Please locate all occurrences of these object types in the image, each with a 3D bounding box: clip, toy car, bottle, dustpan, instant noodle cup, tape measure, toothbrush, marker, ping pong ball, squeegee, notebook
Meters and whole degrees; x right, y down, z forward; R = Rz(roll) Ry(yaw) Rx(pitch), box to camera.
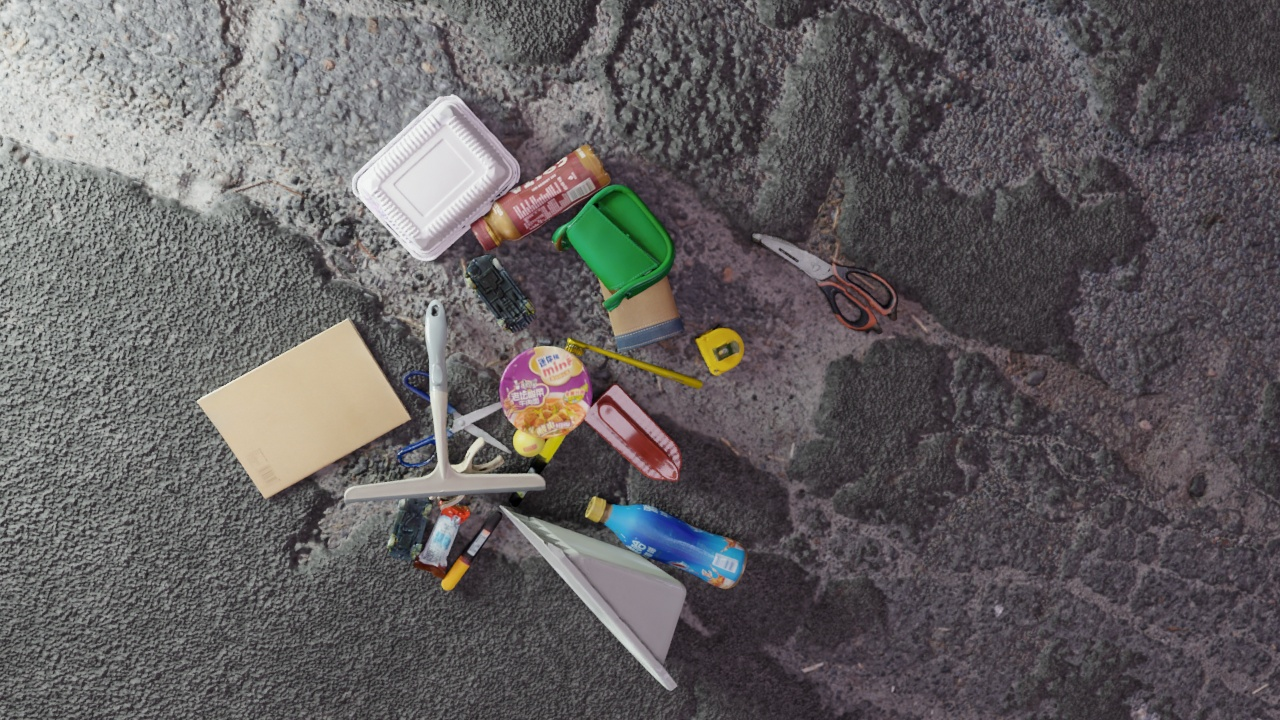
[{"bbox_3d":[-0.225,0.144,1.169,0.100,0.035,0.076,-42,121,-1],"label":"clip"},{"bbox_3d":[-0.295,0.211,1.176,0.043,0.034,0.090,14,96,-7],"label":"toy car"},{"bbox_3d":[-0.123,-0.194,1.113,0.175,0.057,0.057,-32,102,-1],"label":"bottle"},{"bbox_3d":[-0.056,0.302,1.132,0.257,0.223,0.142,22,84,-21],"label":"dustpan"},{"bbox_3d":[-0.174,-0.084,1.139,0.049,0.031,0.105,-36,104,-1],"label":"toy car"},{"bbox_3d":[-0.118,0.030,1.133,0.111,0.099,0.111,-1,100,-8],"label":"instant noodle cup"},{"bbox_3d":[0.105,-0.015,1.188,0.057,0.029,0.060,-28,102,-2],"label":"tape measure"},{"bbox_3d":[-0.244,-0.216,1.094,0.173,0.060,0.138,-42,102,3],"label":"instant noodle cup"},{"bbox_3d":[-0.007,0.007,1.170,0.190,0.015,0.017,18,103,-20],"label":"toothbrush"},{"bbox_3d":[-0.220,0.248,1.203,0.018,0.015,0.124,36,92,-9],"label":"marker"},{"bbox_3d":[0.032,0.234,1.205,0.218,0.065,0.065,24,96,-10],"label":"bottle"},{"bbox_3d":[-0.142,0.103,1.172,0.040,0.040,0.040,-1,100,-7],"label":"ping pong ball"},{"bbox_3d":[-0.245,0.047,1.124,0.246,0.039,0.246,-3,89,-6],"label":"squeegee"},{"bbox_3d":[-0.135,0.139,1.194,0.018,0.015,0.124,31,98,-15],"label":"marker"},{"bbox_3d":[-0.417,0.062,1.146,0.211,0.012,0.149,-29,103,-1],"label":"notebook"}]

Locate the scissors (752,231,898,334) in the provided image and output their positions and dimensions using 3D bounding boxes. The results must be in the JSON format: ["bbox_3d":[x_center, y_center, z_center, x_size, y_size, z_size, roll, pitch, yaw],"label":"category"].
[{"bbox_3d":[0.232,-0.100,1.195,0.210,0.015,0.177,-7,102,-5],"label":"scissors"}]

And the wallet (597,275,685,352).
[{"bbox_3d":[-0.001,-0.076,1.163,0.090,0.033,0.115,-18,101,-6],"label":"wallet"}]

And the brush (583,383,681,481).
[{"bbox_3d":[-0.004,0.100,1.174,0.063,0.069,0.146,-45,102,3],"label":"brush"}]

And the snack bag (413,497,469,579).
[{"bbox_3d":[-0.257,0.230,1.187,0.045,0.026,0.105,23,96,-5],"label":"snack bag"}]

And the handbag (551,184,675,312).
[{"bbox_3d":[-0.029,-0.138,1.114,0.120,0.068,0.131,-38,85,-2],"label":"handbag"}]

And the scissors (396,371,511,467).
[{"bbox_3d":[-0.241,0.077,1.167,0.175,0.012,0.162,-34,105,-4],"label":"scissors"}]
